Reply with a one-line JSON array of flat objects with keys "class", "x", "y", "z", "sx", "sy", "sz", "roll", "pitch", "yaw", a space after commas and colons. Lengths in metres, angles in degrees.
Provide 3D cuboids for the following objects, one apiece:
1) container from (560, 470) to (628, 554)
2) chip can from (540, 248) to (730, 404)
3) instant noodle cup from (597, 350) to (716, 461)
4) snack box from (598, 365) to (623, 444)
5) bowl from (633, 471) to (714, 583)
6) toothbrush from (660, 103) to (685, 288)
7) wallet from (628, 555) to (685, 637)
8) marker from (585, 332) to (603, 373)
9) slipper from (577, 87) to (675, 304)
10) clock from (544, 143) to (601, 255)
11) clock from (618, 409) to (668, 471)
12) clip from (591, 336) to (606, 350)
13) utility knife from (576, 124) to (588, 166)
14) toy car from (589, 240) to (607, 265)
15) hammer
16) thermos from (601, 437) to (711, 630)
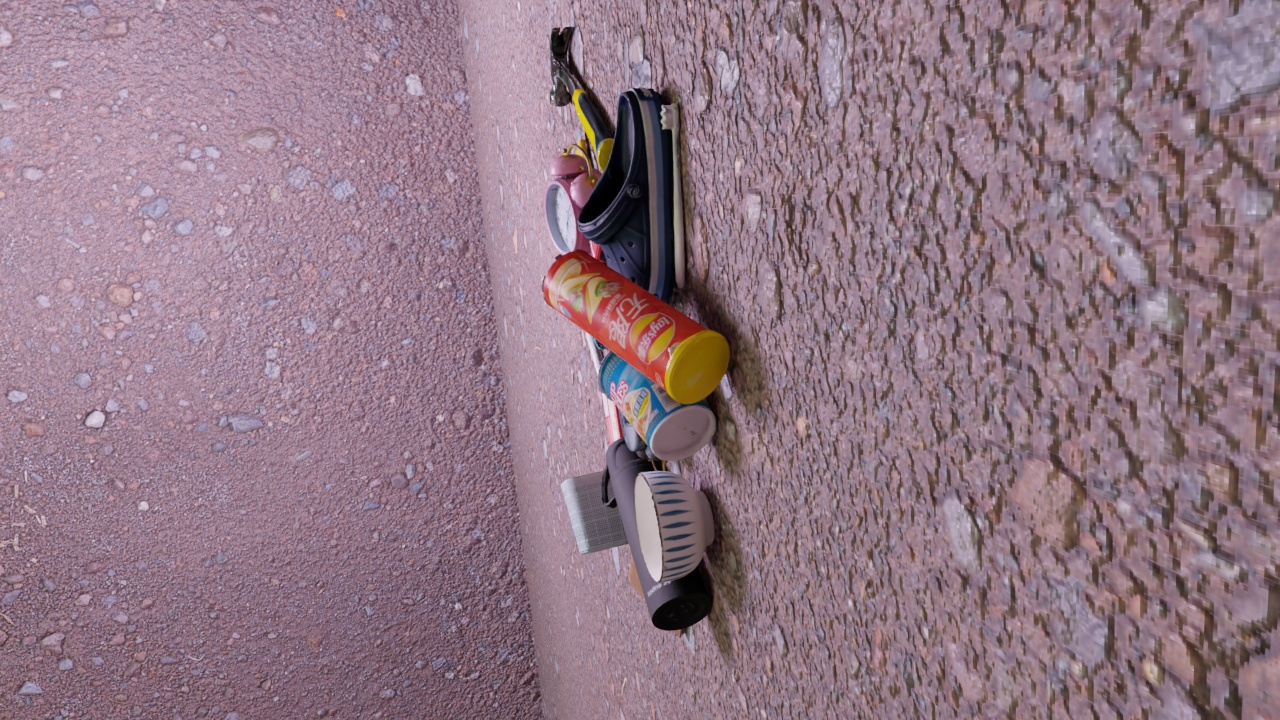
[{"class": "container", "x": -0.059, "y": 0.223, "z": 1.354, "sx": 0.090, "sy": 0.090, "sz": 0.111, "roll": 128, "pitch": 130, "yaw": -72}, {"class": "chip can", "x": -0.010, "y": -0.037, "z": 0.882, "sx": 0.217, "sy": 0.073, "sz": 0.073, "roll": 35, "pitch": 135, "yaw": 43}, {"class": "instant noodle cup", "x": 0.022, "y": 0.039, "z": 0.921, "sx": 0.110, "sy": 0.099, "sz": 0.099, "roll": -122, "pitch": 27, "yaw": -44}, {"class": "snack box", "x": -0.029, "y": 0.077, "z": 1.274, "sx": 0.075, "sy": 0.025, "sz": 0.153, "roll": 162, "pitch": 99, "yaw": -75}, {"class": "bowl", "x": 0.038, "y": 0.171, "z": 0.966, "sx": 0.116, "sy": 0.066, "sz": 0.116, "roll": 172, "pitch": 91, "yaw": -77}, {"class": "toothbrush", "x": 0.033, "y": -0.159, "z": 0.902, "sx": 0.016, "sy": 0.016, "sz": 0.180, "roll": -130, "pitch": 34, "yaw": -70}, {"class": "wallet", "x": 0.023, "y": 0.272, "z": 1.133, "sx": 0.115, "sy": 0.020, "sz": 0.101, "roll": 45, "pitch": 144, "yaw": 38}, {"class": "marker", "x": -0.061, "y": 0.010, "z": 1.385, "sx": 0.017, "sy": 0.017, "sz": 0.145, "roll": 99, "pitch": 158, "yaw": -51}, {"class": "slipper", "x": -0.016, "y": -0.152, "z": 0.953, "sx": 0.105, "sy": 0.095, "sz": 0.253, "roll": -117, "pitch": 26, "yaw": -60}, {"class": "clock", "x": -0.080, "y": -0.207, "z": 1.203, "sx": 0.117, "sy": 0.059, "sz": 0.159, "roll": 53, "pitch": 146, "yaw": 39}, {"class": "clock", "x": 0.010, "y": 0.073, "z": 1.048, "sx": 0.082, "sy": 0.055, "sz": 0.122, "roll": 163, "pitch": 98, "yaw": -76}, {"class": "clip", "x": -0.063, "y": -0.035, "z": 1.376, "sx": 0.055, "sy": 0.013, "sz": 0.034, "roll": -143, "pitch": 48, "yaw": -68}, {"class": "utility knife", "x": -0.072, "y": -0.249, "z": 1.284, "sx": 0.033, "sy": 0.015, "sz": 0.176, "roll": 136, "pitch": 125, "yaw": -64}, {"class": "toy car", "x": -0.040, "y": -0.141, "z": 1.157, "sx": 0.121, "sy": 0.045, "sz": 0.052, "roll": 99, "pitch": 160, "yaw": -56}, {"class": "hammer", "x": -0.080, "y": -0.347, "z": 1.228, "sx": 0.323, "sy": 0.032, "sz": 0.126, "roll": -114, "pitch": 20, "yaw": -49}, {"class": "thermos", "x": 0.008, "y": 0.202, "z": 1.081, "sx": 0.090, "sy": 0.068, "sz": 0.242, "roll": -49, "pitch": 38, "yaw": 24}]
